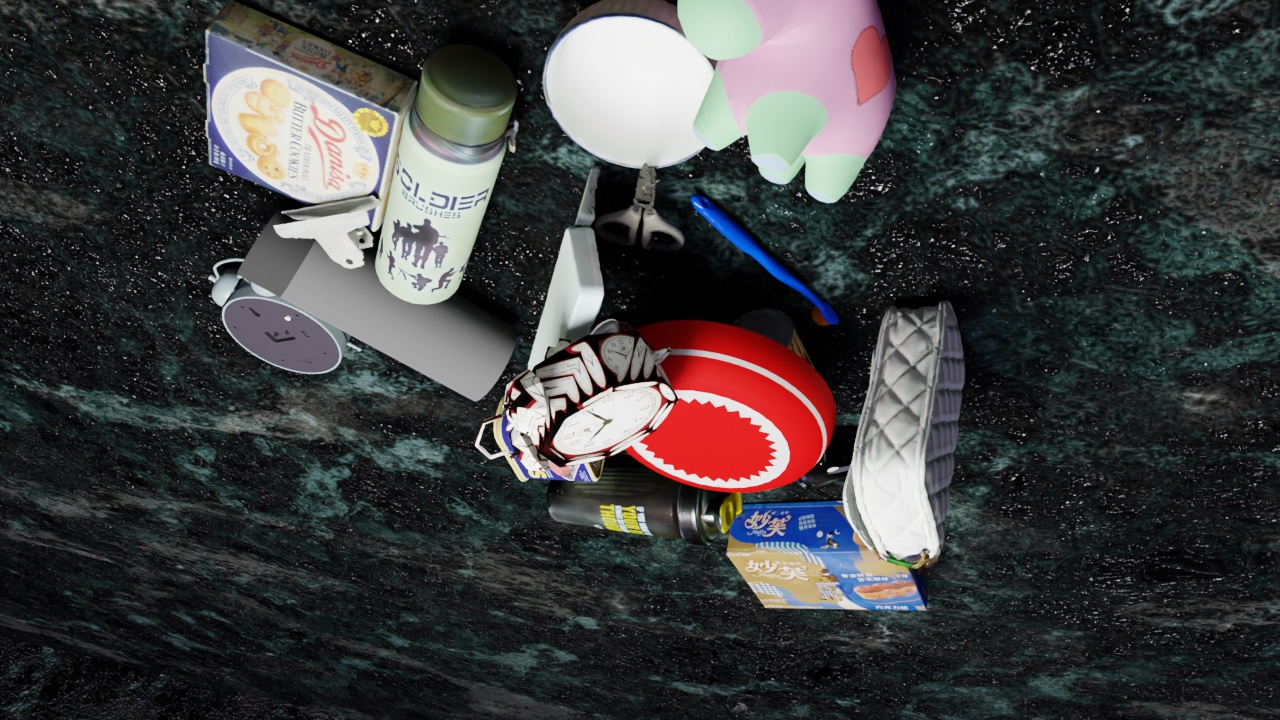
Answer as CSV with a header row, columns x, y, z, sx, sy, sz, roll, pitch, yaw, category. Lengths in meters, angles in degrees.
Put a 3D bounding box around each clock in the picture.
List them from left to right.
x,y,z,sx,sy,sz,roll,pitch,yaw,category
-0.364,-0.047,0.932,0.123,0.045,0.159,-7,138,26,clock
-0.054,0.030,0.690,0.154,0.065,0.115,-20,152,-15,clock

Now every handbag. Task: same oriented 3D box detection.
x,y,z,sx,sy,sz,roll,pitch,yaw,category
0.219,0.055,0.754,0.073,0.194,0.139,0,139,28,handbag

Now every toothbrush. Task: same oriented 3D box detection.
x,y,z,sx,sy,sz,roll,pitch,yaw,category
0.104,-0.080,0.757,0.182,0.016,0.018,36,144,-28,toothbrush

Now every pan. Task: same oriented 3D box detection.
x,y,z,sx,sy,sz,roll,pitch,yaw,category
0.004,0.056,0.844,0.357,0.067,0.209,-11,135,35,pan

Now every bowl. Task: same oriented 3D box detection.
x,y,z,sx,sy,sz,roll,pitch,yaw,category
0.000,-0.191,0.602,0.118,0.062,0.118,10,144,7,bowl

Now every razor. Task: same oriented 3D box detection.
x,y,z,sx,sy,sz,roll,pitch,yaw,category
0.231,0.096,0.931,0.152,0.053,0.067,-12,148,21,razor

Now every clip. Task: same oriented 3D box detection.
x,y,z,sx,sy,sz,roll,pitch,yaw,category
-0.251,-0.099,0.757,0.102,0.050,0.058,-3,130,27,clip

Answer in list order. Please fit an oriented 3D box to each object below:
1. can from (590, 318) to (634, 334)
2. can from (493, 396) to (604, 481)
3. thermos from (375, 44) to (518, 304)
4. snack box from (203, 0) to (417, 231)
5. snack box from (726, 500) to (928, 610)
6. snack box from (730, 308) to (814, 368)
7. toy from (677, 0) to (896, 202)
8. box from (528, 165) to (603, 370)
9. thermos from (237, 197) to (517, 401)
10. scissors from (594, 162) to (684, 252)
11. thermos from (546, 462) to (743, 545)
x,y,z,sx,sy,sz,roll,pitch,yaw,category
-0.005,0.005,0.875,0.054,0.053,0.096,-21,132,38,can
-0.097,0.089,1.017,0.092,0.056,0.116,0,142,16,can
-0.150,-0.138,0.714,0.082,0.082,0.232,21,143,-10,thermos
-0.259,-0.184,0.714,0.145,0.042,0.145,22,144,-10,snack box
0.225,0.234,1.094,0.203,0.069,0.155,-7,139,26,snack box
0.126,0.017,0.834,0.072,0.072,0.121,-8,138,27,snack box
0.100,-0.193,0.533,0.120,0.171,0.221,32,-167,37,toy
-0.064,-0.047,0.755,0.040,0.134,0.198,4,147,-16,box
-0.238,-0.054,0.848,0.240,0.082,0.082,31,141,-22,thermos
-0.009,-0.115,0.697,0.121,0.012,0.171,5,168,26,scissors
0.005,0.157,1.051,0.221,0.098,0.098,-1,142,25,thermos
